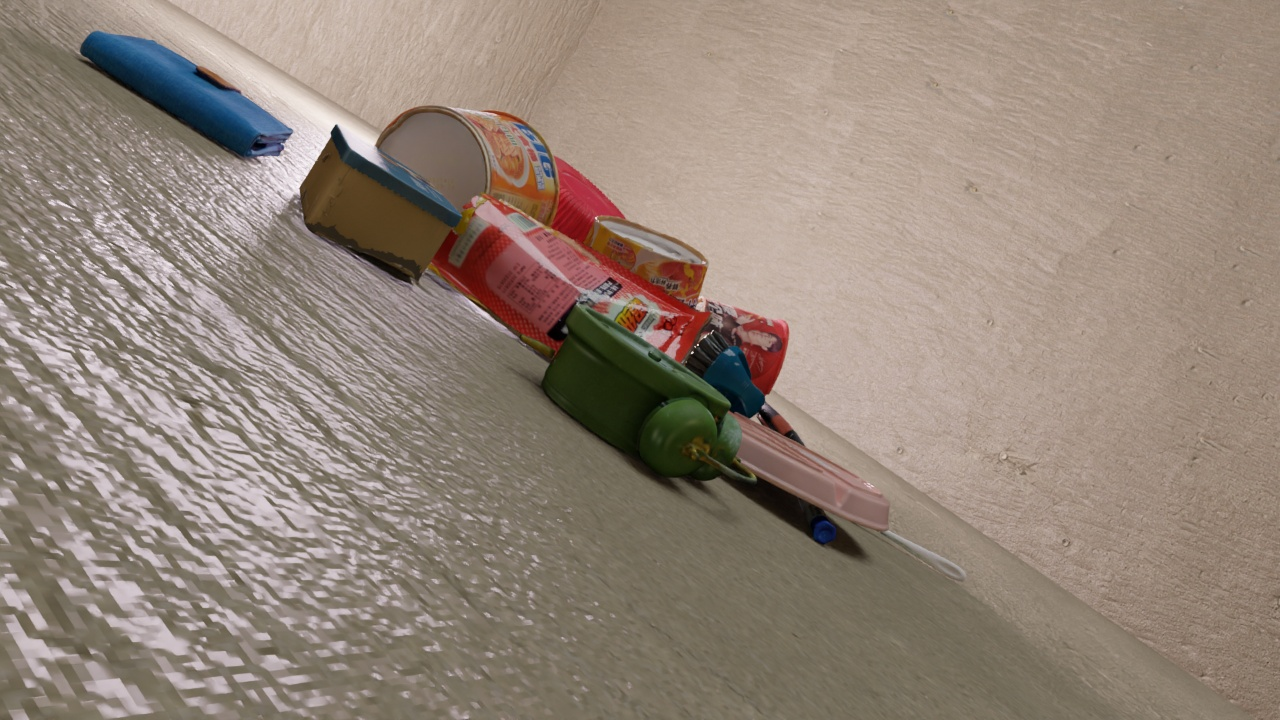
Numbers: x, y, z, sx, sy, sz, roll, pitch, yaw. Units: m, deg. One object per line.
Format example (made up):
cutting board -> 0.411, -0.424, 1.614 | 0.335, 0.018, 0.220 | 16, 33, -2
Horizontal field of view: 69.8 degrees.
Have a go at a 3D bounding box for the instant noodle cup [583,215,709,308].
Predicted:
instant noodle cup -> -0.008, -0.059, 0.820 | 0.138, 0.110, 0.138 | 20, 17, -7

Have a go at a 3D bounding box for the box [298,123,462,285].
box -> -0.188, -0.112, 0.648 | 0.089, 0.063, 0.184 | 30, 5, -30

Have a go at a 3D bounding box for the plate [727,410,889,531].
plate -> 0.106, 0.075, 0.767 | 0.229, 0.028, 0.229 | 27, 2, -1

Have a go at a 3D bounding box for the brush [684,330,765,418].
brush -> 0.086, 0.023, 0.880 | 0.073, 0.055, 0.144 | 42, -4, 18

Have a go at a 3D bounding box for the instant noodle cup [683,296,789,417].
instant noodle cup -> 0.100, -0.008, 1.108 | 0.108, 0.138, 0.138 | 24, 7, -11

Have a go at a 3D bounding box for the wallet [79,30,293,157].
wallet -> -0.344, -0.205, 0.710 | 0.133, 0.040, 0.106 | 33, 9, -12

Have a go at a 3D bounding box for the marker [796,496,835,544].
marker -> 0.138, 0.120, 0.729 | 0.017, 0.017, 0.145 | 34, 5, 2

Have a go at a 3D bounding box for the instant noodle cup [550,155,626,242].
instant noodle cup -> -0.072, -0.148, 0.954 | 0.194, 0.066, 0.193 | 41, 18, -16

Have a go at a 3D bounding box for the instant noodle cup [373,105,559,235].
instant noodle cup -> -0.163, -0.157, 0.822 | 0.151, 0.151, 0.111 | 34, 14, 13

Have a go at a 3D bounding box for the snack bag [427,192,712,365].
snack bag -> -0.056, -0.049, 0.717 | 0.208, 0.073, 0.128 | 33, 47, 6

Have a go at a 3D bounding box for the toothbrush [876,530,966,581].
toothbrush -> 0.270, 0.187, 0.935 | 0.180, 0.016, 0.016 | 31, 0, -22

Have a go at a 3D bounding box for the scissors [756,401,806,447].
scissors -> 0.127, 0.057, 0.968 | 0.182, 0.015, 0.209 | 61, -4, -8

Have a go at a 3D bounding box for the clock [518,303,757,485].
clock -> 0.007, 0.027, 0.571 | 0.161, 0.056, 0.116 | 35, 6, 22
